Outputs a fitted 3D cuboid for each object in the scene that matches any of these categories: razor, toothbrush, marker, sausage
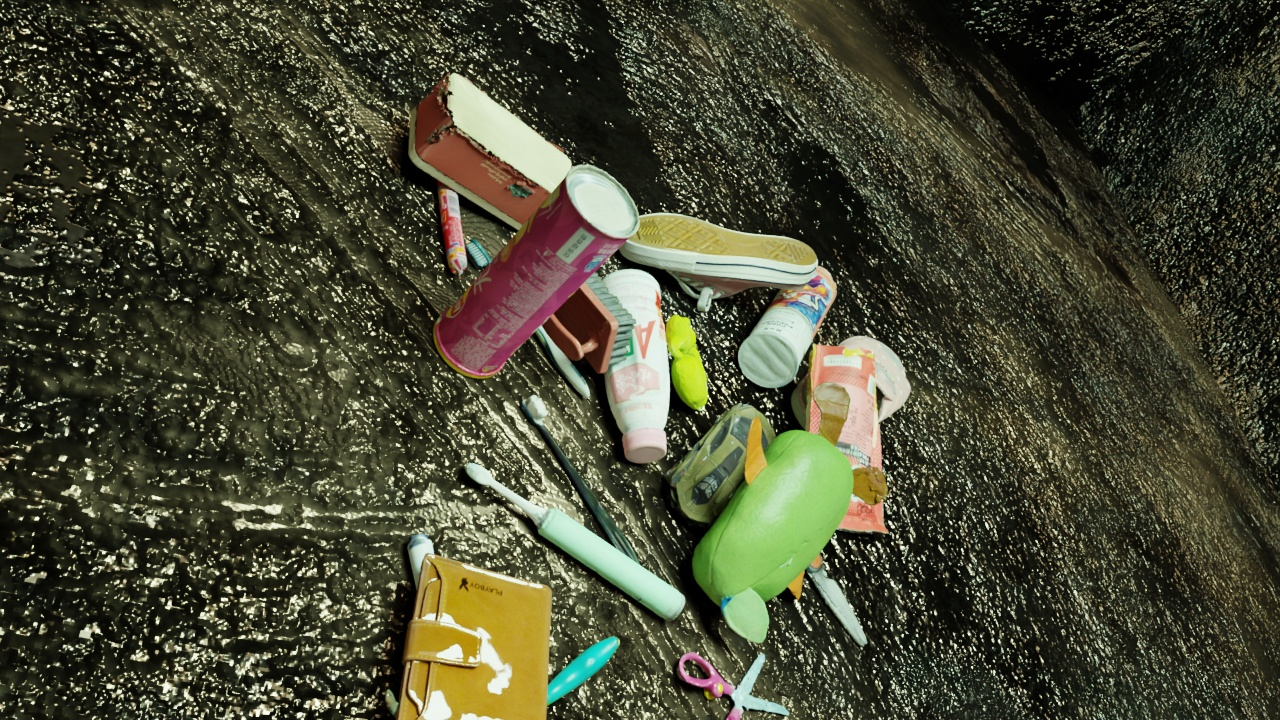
[{"bbox_3d":[-0.062,0.241,0.673,0.043,0.028,0.132,48,42,14],"label":"razor"},{"bbox_3d":[-0.054,0.150,0.763,0.224,0.027,0.026,37,74,-15],"label":"toothbrush"},{"bbox_3d":[-0.147,0.185,0.648,0.022,0.018,0.130,-1,60,-34],"label":"marker"},{"bbox_3d":[-0.109,-0.039,0.878,0.018,0.016,0.191,-34,85,-36],"label":"toothbrush"},{"bbox_3d":[-0.184,-0.141,0.887,0.020,0.020,0.155,14,50,-37],"label":"sausage"},{"bbox_3d":[-0.052,0.107,0.811,0.181,0.018,0.015,56,35,7],"label":"toothbrush"}]

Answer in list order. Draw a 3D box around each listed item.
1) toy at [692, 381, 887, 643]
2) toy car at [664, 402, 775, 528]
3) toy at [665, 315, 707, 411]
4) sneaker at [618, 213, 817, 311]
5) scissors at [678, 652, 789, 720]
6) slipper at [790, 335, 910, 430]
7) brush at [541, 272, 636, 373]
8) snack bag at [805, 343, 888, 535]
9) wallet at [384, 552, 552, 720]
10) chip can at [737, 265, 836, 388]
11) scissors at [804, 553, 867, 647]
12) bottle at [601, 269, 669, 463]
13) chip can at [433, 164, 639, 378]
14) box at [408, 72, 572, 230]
[{"bbox_3d":[0.136,0.140,0.863,0.246,0.090,0.227,-40,122,-29],"label":"toy"},{"bbox_3d":[0.084,0.101,0.908,0.070,0.042,0.157,47,54,-3],"label":"toy car"},{"bbox_3d":[0.048,0.004,0.954,0.096,0.031,0.100,8,73,-71],"label":"toy"},{"bbox_3d":[0.085,-0.107,1.074,0.241,0.088,0.118,7,39,-15],"label":"sneaker"},{"bbox_3d":[0.083,0.297,0.785,0.133,0.017,0.125,28,40,-31],"label":"scissors"},{"bbox_3d":[0.280,0.028,1.174,0.273,0.055,0.114,-24,77,-49],"label":"slipper"},{"bbox_3d":[-0.069,-0.055,0.877,0.069,0.063,0.145,-14,49,-31],"label":"brush"},{"bbox_3d":[0.233,0.090,1.044,0.128,0.073,0.207,17,69,-34],"label":"snack bag"},{"bbox_3d":[-0.116,0.203,0.623,0.119,0.035,0.130,26,42,-27],"label":"wallet"},{"bbox_3d":[0.186,-0.047,1.131,0.071,0.071,0.214,46,36,-4],"label":"chip can"},{"bbox_3d":[0.157,0.202,0.942,0.136,0.022,0.234,-3,68,-36],"label":"scissors"},{"bbox_3d":[-0.005,0.005,0.906,0.068,0.068,0.196,18,52,-34],"label":"bottle"},{"bbox_3d":[-0.090,-0.068,0.759,0.071,0.211,0.071,27,43,-28],"label":"chip can"},{"bbox_3d":[-0.139,-0.207,0.915,0.168,0.080,0.091,30,40,-40],"label":"box"}]
